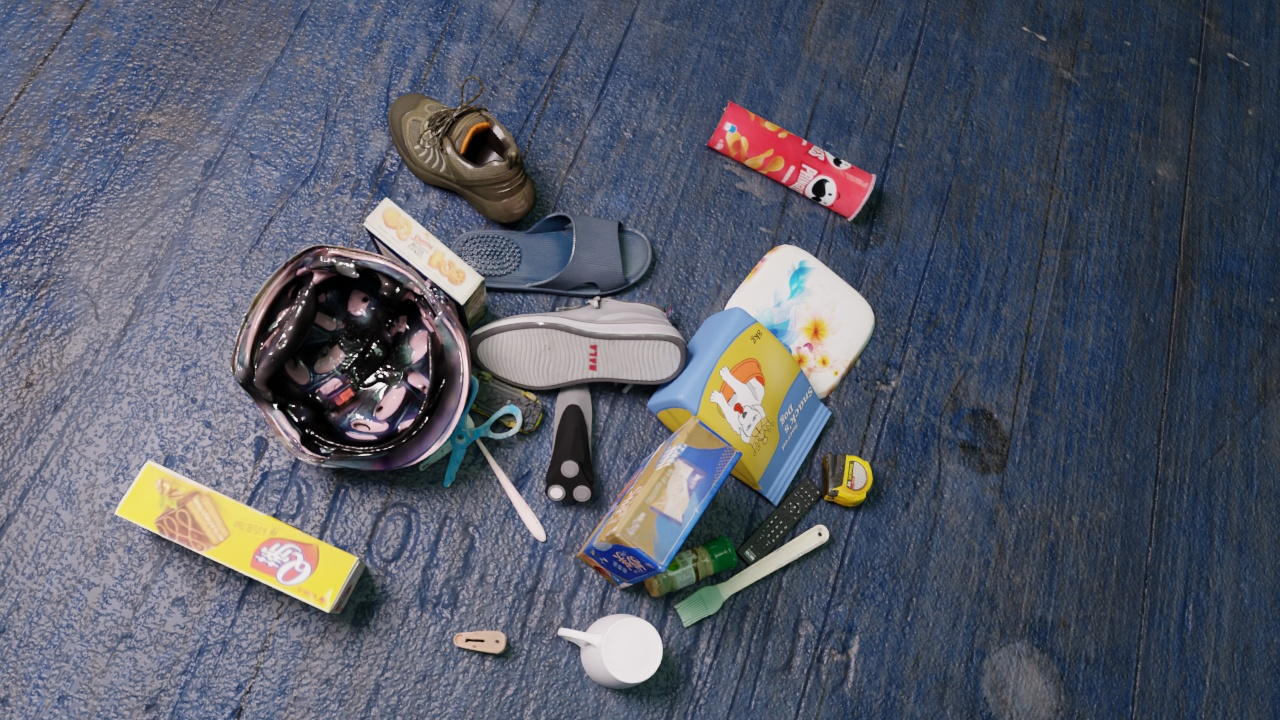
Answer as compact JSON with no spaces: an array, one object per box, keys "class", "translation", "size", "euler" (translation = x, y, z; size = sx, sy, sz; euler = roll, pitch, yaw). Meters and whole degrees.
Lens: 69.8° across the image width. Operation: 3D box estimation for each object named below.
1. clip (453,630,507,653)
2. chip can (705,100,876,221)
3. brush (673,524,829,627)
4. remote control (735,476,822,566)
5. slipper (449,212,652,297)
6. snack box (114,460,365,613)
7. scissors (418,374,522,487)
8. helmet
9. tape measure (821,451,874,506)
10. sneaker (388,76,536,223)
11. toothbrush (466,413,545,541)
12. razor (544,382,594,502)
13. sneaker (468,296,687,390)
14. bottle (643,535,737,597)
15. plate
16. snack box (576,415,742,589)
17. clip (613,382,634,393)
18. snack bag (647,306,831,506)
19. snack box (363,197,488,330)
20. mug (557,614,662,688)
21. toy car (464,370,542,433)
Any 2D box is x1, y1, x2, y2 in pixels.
[{"class":"clip","translation":[-0.175,0.312,1.020],"size":[0.060,0.039,0.024],"euler":[3,69,11]},{"class":"chip can","translation":[0.210,-0.280,1.286],"size":[0.233,0.073,0.073],"euler":[27,68,-4]},{"class":"brush","translation":[0.139,0.257,1.112],"size":[0.217,0.012,0.033],"euler":[-26,83,-15]},{"class":"remote control","translation":[0.175,0.202,1.150],"size":[0.139,0.009,0.030],"euler":[-42,86,-22]},{"class":"slipper","translation":[-0.106,-0.136,1.152],"size":[0.263,0.083,0.101],"euler":[-4,75,-15]},{"class":"snack box","translation":[-0.406,0.187,0.951],"size":[0.230,0.110,0.061],"euler":[26,71,-5]},{"class":"scissors","translation":[-0.214,0.078,1.073],"size":[0.140,0.013,0.114],"euler":[-37,89,-3]},{"class":"helmet","translation":[-0.297,0.002,1.007],"size":[0.255,0.152,0.230],"euler":[30,92,4]},{"class":"tape measure","translation":[0.265,0.154,1.173],"size":[0.064,0.037,0.065],"euler":[9,56,-6]},{"class":"sneaker","translation":[-0.231,-0.276,1.118],"size":[0.238,0.143,0.100],"euler":[37,67,17]},{"class":"toothbrush","translation":[-0.163,0.137,1.081],"size":[0.015,0.018,0.181],"euler":[-32,83,-21]},{"class":"razor","translation":[-0.082,0.092,1.100],"size":[0.057,0.060,0.156],"euler":[2,51,-2]},{"class":"sneaker","translation":[-0.076,-0.035,1.125],"size":[0.263,0.097,0.128],"euler":[-1,32,1]},{"class":"bottle","translation":[0.058,0.244,1.089],"size":[0.111,0.043,0.043],"euler":[-17,77,-18]},{"class":"plate","translation":[0.220,-0.057,1.243],"size":[0.187,0.016,0.186],"euler":[39,67,1]},{"class":"snack box","translation":[0.015,0.164,1.017],"size":[0.069,0.203,0.154],"euler":[36,67,0]},{"class":"clip","translation":[0.001,0.013,1.162],"size":[0.049,0.023,0.078],"euler":[28,66,-3]},{"class":"snack bag","translation":[0.135,0.059,1.147],"size":[0.205,0.102,0.158],"euler":[42,66,-14]},{"class":"snack box","translation":[-0.246,-0.107,1.069],"size":[0.144,0.145,0.042],"euler":[39,77,0]},{"class":"mug","translation":[-0.035,0.316,1.015],"size":[0.114,0.088,0.080],"euler":[20,68,-7]},{"class":"toy car","translation":[-0.169,0.049,1.100],"size":[0.107,0.030,0.049],"euler":[26,78,-2]}]
